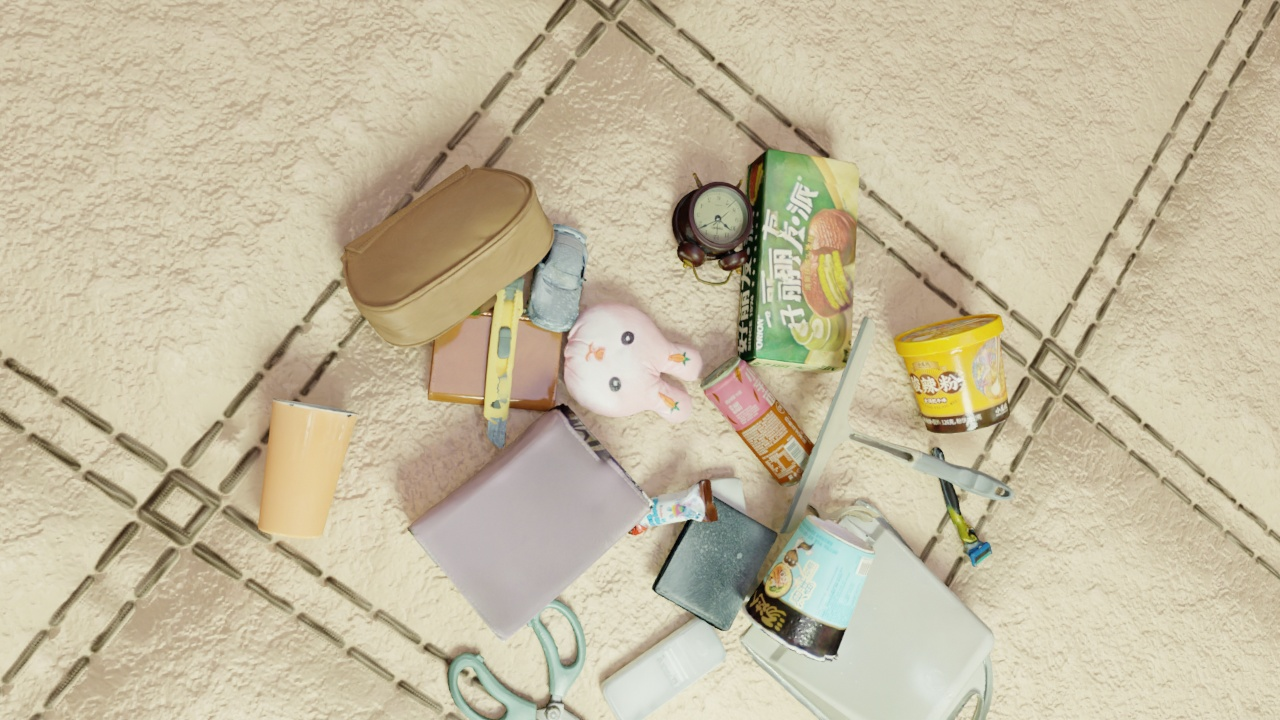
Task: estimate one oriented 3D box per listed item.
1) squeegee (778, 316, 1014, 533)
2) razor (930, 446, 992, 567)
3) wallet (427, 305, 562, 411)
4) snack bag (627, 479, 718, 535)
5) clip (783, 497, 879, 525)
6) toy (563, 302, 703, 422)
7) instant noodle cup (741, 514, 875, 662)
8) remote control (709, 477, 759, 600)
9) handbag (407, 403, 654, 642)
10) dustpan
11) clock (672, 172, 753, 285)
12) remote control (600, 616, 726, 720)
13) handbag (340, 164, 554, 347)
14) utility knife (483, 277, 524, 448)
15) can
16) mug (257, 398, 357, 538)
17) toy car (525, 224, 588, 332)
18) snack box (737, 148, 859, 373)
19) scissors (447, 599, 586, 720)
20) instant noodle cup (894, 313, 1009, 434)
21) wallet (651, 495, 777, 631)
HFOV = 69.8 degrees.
[{"bbox_3d":[0.299,0.107,1.009,0.246,0.039,0.246,20,93,-12],"label":"squeegee"},{"bbox_3d":[0.368,0.169,1.076,0.042,0.022,0.142,-19,86,-43],"label":"razor"},{"bbox_3d":[-0.149,-0.005,0.948,0.131,0.031,0.107,6,84,-16],"label":"wallet"},{"bbox_3d":[0.030,0.155,0.962,0.105,0.026,0.045,-15,73,22],"label":"snack bag"},{"bbox_3d":[0.212,0.192,1.012,0.104,0.035,0.089,-1,69,-6],"label":"clip"},{"bbox_3d":[-0.006,0.006,0.977,0.159,0.054,0.121,17,80,-21],"label":"toy"},{"bbox_3d":[0.178,0.227,0.943,0.111,0.111,0.120,25,95,-12],"label":"instant noodle cup"},{"bbox_3d":[0.092,0.195,0.998,0.056,0.019,0.135,-10,87,-16],"label":"remote control"},{"bbox_3d":[-0.109,0.156,0.907,0.196,0.098,0.145,-40,96,-15],"label":"handbag"},{"bbox_3d":[0.280,0.336,1.040,0.258,0.143,0.222,38,74,22],"label":"dustpan"},{"bbox_3d":[0.080,-0.142,1.012,0.082,0.055,0.122,5,84,-15],"label":"clock"},{"bbox_3d":[0.025,0.327,0.965,0.135,0.020,0.056,-31,92,-16],"label":"remote control"},{"bbox_3d":[-0.189,-0.104,0.903,0.204,0.100,0.148,-38,51,-15],"label":"handbag"},{"bbox_3d":[-0.139,0.001,0.930,0.031,0.019,0.175,6,90,-9],"label":"utility knife"},{"bbox_3d":[0.132,0.067,1.003,0.057,0.058,0.147,-41,95,-16],"label":"can"},{"bbox_3d":[-0.320,0.103,0.870,0.078,0.078,0.122,12,86,-14],"label":"mug"},{"bbox_3d":[-0.085,-0.087,0.957,0.054,0.037,0.120,19,60,-19],"label":"toy car"},{"bbox_3d":[0.177,-0.109,1.031,0.114,0.063,0.240,6,83,-14],"label":"snack box"},{"bbox_3d":[-0.121,0.334,0.927,0.176,0.019,0.174,-9,88,-17],"label":"scissors"},{"bbox_3d":[0.361,0.016,1.046,0.118,0.118,0.114,-17,97,-17],"label":"instant noodle cup"},{"bbox_3d":[0.080,0.214,0.973,0.097,0.019,0.120,32,79,-11],"label":"wallet"}]
